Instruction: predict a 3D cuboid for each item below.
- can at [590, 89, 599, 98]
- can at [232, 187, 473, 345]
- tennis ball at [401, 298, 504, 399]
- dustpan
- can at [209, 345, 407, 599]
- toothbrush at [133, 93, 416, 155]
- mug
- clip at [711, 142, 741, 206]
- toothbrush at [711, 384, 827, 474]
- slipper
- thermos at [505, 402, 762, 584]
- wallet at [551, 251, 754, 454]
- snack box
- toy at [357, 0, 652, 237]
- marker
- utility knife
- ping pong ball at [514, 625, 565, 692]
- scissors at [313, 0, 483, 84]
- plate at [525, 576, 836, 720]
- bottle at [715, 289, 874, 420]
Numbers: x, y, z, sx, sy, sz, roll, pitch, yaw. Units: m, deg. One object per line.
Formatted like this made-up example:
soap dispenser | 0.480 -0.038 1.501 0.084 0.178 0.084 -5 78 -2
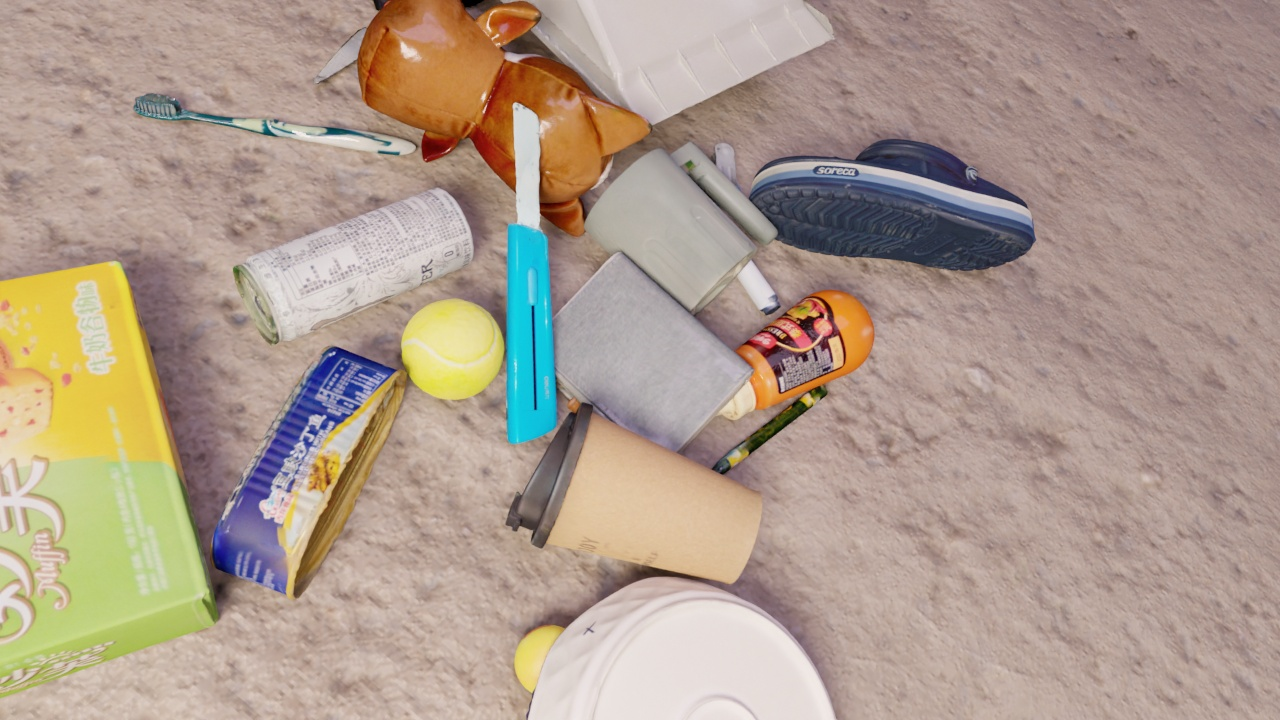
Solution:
can | 0.011 -0.259 0.774 0.058 0.058 0.147 41 59 5
can | -0.185 -0.064 0.606 0.146 0.058 0.058 -29 76 -29
tennis ball | -0.121 -0.007 0.594 0.065 0.066 0.065 8 61 -15
dustpan | -0.012 -0.315 0.769 0.222 0.143 0.258 -32 94 -26
can | -0.188 0.061 0.532 0.049 0.075 0.147 22 58 -3
toothbrush | -0.259 -0.169 0.659 0.191 0.018 0.016 5 62 -16
mug | 0.036 -0.101 0.687 0.103 0.084 0.123 46 57 6
clip | 0.069 -0.154 0.764 0.025 0.036 0.057 4 66 -15
toothbrush | 0.070 0.063 0.654 0.185 0.012 0.017 -32 66 -29
slipper | 0.212 -0.137 0.750 0.252 0.105 0.095 8 69 -18
thermos | -0.002 0.087 0.566 0.143 0.093 0.092 21 59 -4
wallet | -0.004 0.004 0.634 0.130 0.037 0.106 43 84 14
snack box | -0.331 0.062 0.484 0.157 0.070 0.210 -16 69 -25
toy | -0.096 -0.185 0.655 0.199 0.140 0.130 34 50 -3
marker | 0.072 -0.093 0.732 0.022 0.018 0.130 -30 75 -10
utility knife | -0.075 -0.057 0.606 0.034 0.018 0.223 -2 92 -19
ping pong ball | -0.053 0.176 0.537 0.040 0.040 0.040 8 61 -15
scissors | -0.193 -0.299 0.747 0.231 0.022 0.221 -33 77 -30
plate | 0.034 0.224 0.515 0.204 0.046 0.204 14 62 -28
bottle | 0.101 0.002 0.671 0.149 0.067 0.066 -28 75 -22
